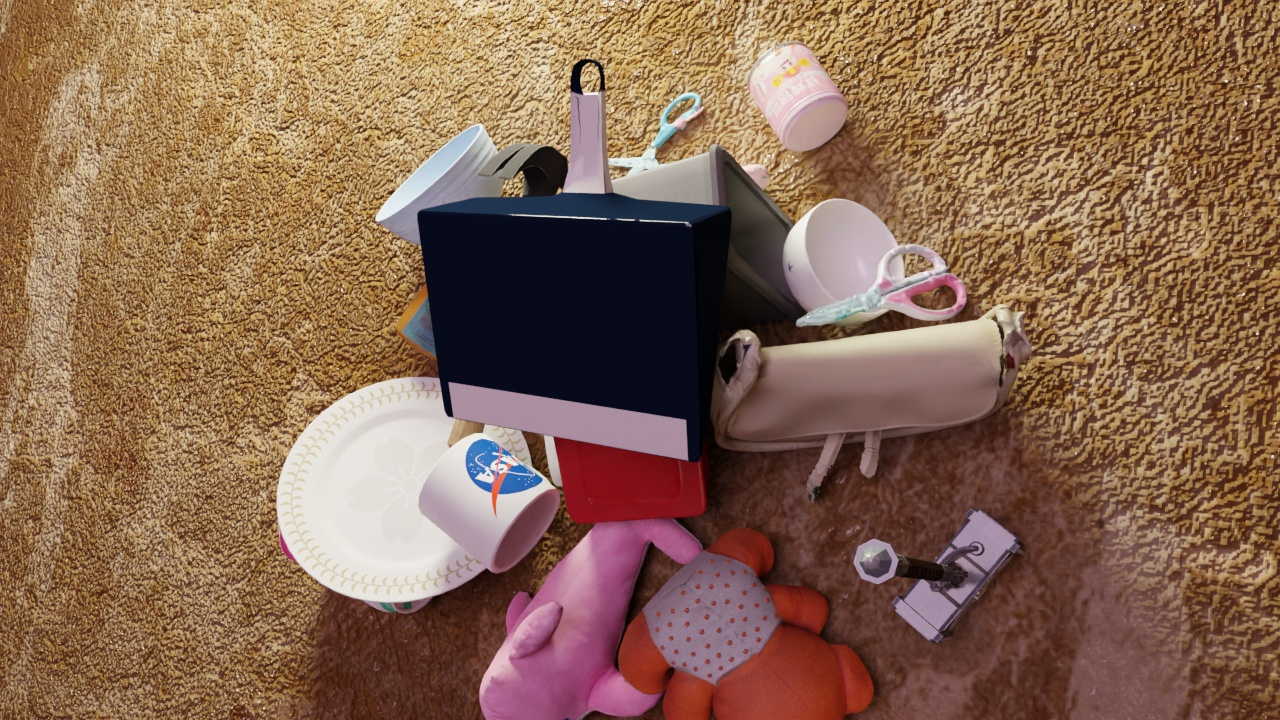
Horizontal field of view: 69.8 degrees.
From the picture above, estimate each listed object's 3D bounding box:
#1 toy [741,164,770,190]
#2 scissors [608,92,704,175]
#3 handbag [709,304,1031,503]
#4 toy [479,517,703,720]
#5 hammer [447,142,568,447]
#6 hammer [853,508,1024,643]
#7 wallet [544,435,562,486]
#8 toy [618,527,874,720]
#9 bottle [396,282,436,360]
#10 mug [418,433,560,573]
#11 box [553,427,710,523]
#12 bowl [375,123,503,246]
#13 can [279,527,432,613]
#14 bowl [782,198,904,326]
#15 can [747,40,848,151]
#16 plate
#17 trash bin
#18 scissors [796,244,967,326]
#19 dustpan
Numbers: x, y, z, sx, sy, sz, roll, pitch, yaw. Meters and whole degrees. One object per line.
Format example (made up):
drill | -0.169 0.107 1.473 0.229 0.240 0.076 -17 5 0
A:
toy | 0.065 -0.156 0.838 0.105 0.108 0.053 -9 91 2
scissors | 0.025 -0.199 0.917 0.136 0.015 0.126 -47 61 16
handbag | 0.163 0.033 0.698 0.229 0.184 0.131 -7 76 8
toy | -0.065 0.226 0.786 0.187 0.128 0.265 20 76 35
hammer | -0.133 -0.060 0.893 0.040 0.132 0.305 13 85 28
hammer | 0.179 0.131 0.571 0.044 0.321 0.098 41 97 29
wallet | -0.034 0.069 0.856 0.116 0.032 0.086 -15 76 12
toy | 0.086 0.235 0.720 0.163 0.093 0.172 -40 71 -17
bottle | -0.184 -0.078 0.959 0.068 0.067 0.157 41 97 29
mug | -0.128 0.125 0.839 0.090 0.121 0.091 34 115 19
box | -0.005 0.049 0.780 0.129 0.086 0.158 -5 113 7
bowl | -0.199 -0.172 0.972 0.151 0.075 0.150 -33 27 19
can | -0.282 0.189 0.928 0.166 0.088 0.088 18 85 30
bowl | 0.164 -0.077 0.767 0.054 0.104 0.104 -36 57 56
can | 0.142 -0.238 0.832 0.067 0.067 0.076 -33 64 16
plate | -0.227 0.121 0.894 0.242 0.016 0.242 1 55 -2
trash bin | 0.005 -0.081 0.793 0.220 0.191 0.097 -11 72 26
scissors | 0.186 -0.051 0.726 0.076 0.173 0.017 60 151 23
dustpan | -0.048 -0.081 0.689 0.237 0.079 0.273 7 112 28
